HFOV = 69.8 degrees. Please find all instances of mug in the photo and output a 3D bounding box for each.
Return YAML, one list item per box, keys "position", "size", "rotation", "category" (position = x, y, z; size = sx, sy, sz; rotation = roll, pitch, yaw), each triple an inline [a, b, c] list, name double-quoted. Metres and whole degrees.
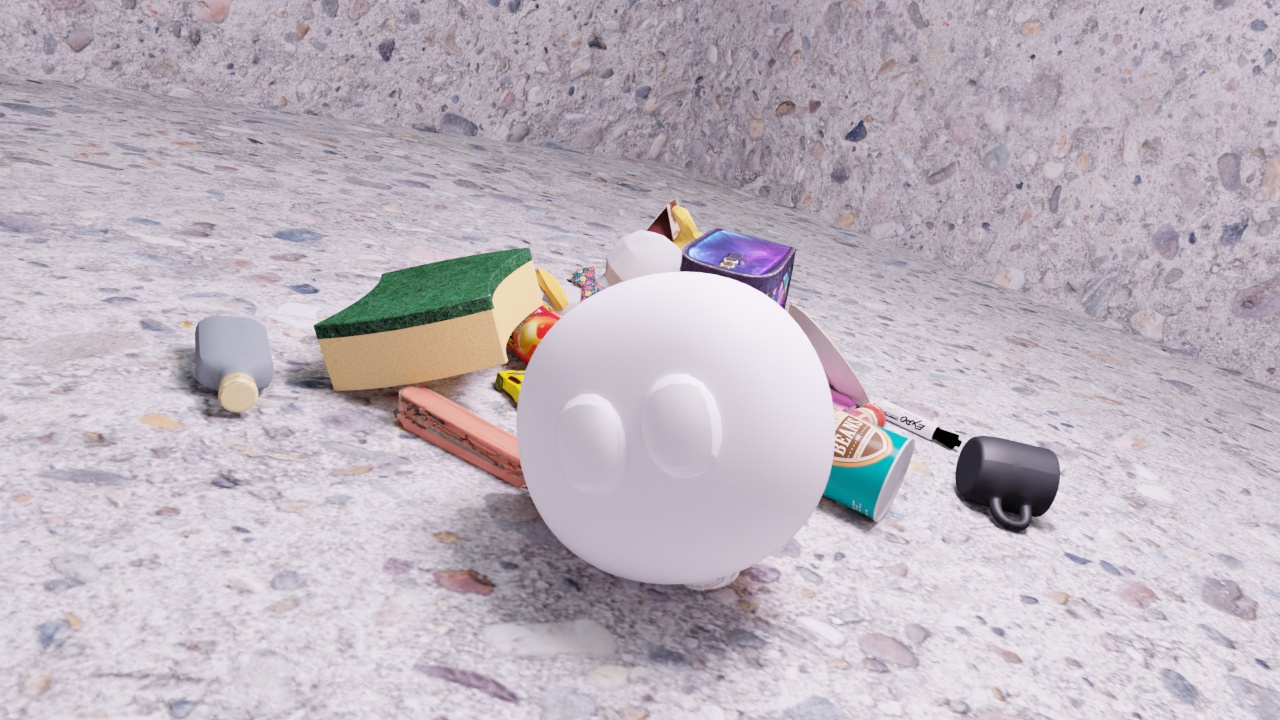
- position: [0.441, 0.152, 1.106]
  size: [0.094, 0.085, 0.121]
  rotation: [13, 48, -2]
  category: "mug"

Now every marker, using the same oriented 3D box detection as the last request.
- position: [0.399, 0.093, 1.314]
  size: [0.126, 0.025, 0.025]
  rotation: [27, 22, 34]
  category: "marker"

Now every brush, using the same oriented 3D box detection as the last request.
- position: [-0.232, -0.053, 1.056]
  size: [0.195, 0.075, 0.249]
  rotation: [-9, 19, 8]
  category: "brush"

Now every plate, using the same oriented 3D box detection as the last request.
- position: [0.268, 0.001, 1.349]
  size: [0.188, 0.027, 0.188]
  rotation: [53, 1, -2]
  category: "plate"

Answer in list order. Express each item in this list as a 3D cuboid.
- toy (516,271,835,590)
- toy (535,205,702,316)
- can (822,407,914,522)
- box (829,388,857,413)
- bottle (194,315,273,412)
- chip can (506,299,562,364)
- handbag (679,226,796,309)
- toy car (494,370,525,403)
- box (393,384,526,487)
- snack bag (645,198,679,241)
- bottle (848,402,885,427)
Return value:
- position: [0.037, 0.062, 0.787]
  size: [0.263, 0.265, 0.280]
  rotation: [-13, -9, 18]
  category: "toy"
- position: [-0.014, -0.103, 1.333]
  size: [0.247, 0.268, 0.140]
  rotation: [49, 7, -48]
  category: "toy"
- position: [0.217, 0.104, 1.025]
  size: [0.144, 0.099, 0.099]
  rotation: [24, 21, 26]
  category: "can"
- position: [0.173, 0.035, 1.294]
  size: [0.230, 0.035, 0.158]
  rotation: [26, 21, 30]
  category: "box"
- position: [-0.413, 0.003, 0.933]
  size: [0.072, 0.046, 0.161]
  rotation: [4, 21, -28]
  category: "bottle"
- position: [-0.121, -0.025, 1.172]
  size: [0.087, 0.087, 0.213]
  rotation: [1, 24, -35]
  category: "chip can"
- position: [0.109, -0.053, 1.187]
  size: [0.125, 0.205, 0.221]
  rotation: [17, 33, 17]
  category: "handbag"
- position: [-0.134, 0.033, 1.082]
  size: [0.049, 0.030, 0.107]
  rotation: [-2, 23, -37]
  category: "toy car"
- position: [-0.170, 0.073, 0.918]
  size: [0.187, 0.053, 0.058]
  rotation: [24, -11, 22]
  category: "box"
- position: [0.024, -0.151, 1.455]
  size: [0.070, 0.207, 0.094]
  rotation: [17, 19, 7]
  category: "snack bag"
- position: [0.288, 0.086, 1.224]
  size: [0.044, 0.044, 0.108]
  rotation: [26, 23, 32]
  category: "bottle"
